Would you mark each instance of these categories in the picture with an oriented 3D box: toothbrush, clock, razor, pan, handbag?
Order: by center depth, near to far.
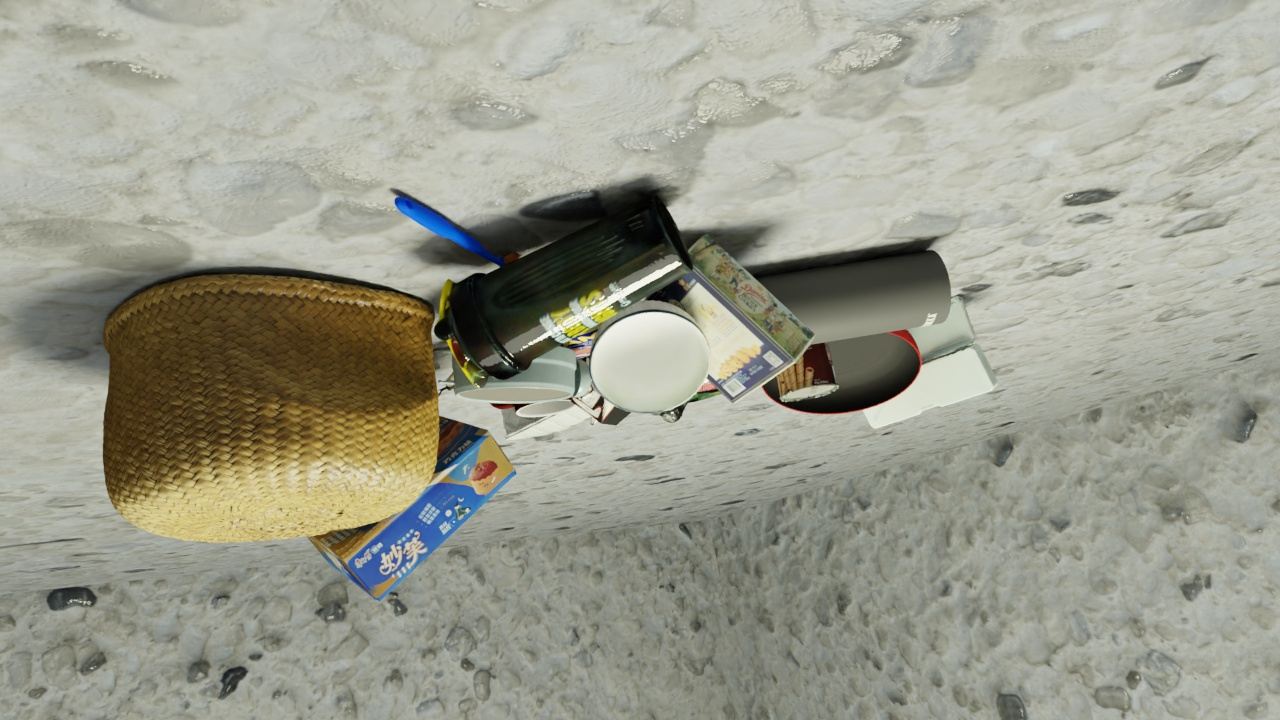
[{"bbox_3d":[-0.144,-0.101,0.756,0.018,0.016,0.182,-21,162,16],"label":"toothbrush"},{"bbox_3d":[-0.117,0.016,0.923,0.123,0.045,0.159,-9,167,37],"label":"clock"},{"bbox_3d":[-0.007,0.006,1.043,0.154,0.065,0.115,-50,158,-15],"label":"clock"},{"bbox_3d":[0.198,-0.013,1.189,0.355,0.067,0.210,17,143,-23],"label":"pan"},{"bbox_3d":[-0.092,0.043,1.209,0.138,0.072,0.195,-8,167,-44],"label":"handbag"},{"bbox_3d":[0.073,0.054,1.369,0.151,0.067,0.054,-7,170,-44],"label":"razor"}]

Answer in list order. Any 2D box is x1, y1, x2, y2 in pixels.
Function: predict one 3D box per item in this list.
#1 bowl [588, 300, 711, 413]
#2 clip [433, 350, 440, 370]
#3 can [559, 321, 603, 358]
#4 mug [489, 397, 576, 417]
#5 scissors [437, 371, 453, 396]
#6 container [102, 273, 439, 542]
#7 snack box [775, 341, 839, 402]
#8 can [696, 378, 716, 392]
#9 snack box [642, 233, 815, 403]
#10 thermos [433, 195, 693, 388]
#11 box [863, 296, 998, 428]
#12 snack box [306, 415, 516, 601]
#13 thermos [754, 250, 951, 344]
[{"bbox_3d":[0.006,-0.013,0.901,0.118,0.062,0.118,-3,123,-5],"label":"bowl"},{"bbox_3d":[-0.278,0.006,1.070,0.102,0.050,0.058,-10,172,2],"label":"clip"},{"bbox_3d":[-0.076,-0.038,0.955,0.116,0.056,0.092,-15,165,15],"label":"can"},{"bbox_3d":[-0.131,0.020,1.074,0.106,0.082,0.073,-12,165,7],"label":"mug"},{"bbox_3d":[-0.217,0.034,1.035,0.171,0.012,0.121,-49,169,11],"label":"scissors"},{"bbox_3d":[-0.347,0.060,0.875,0.307,0.196,0.307,-8,164,-2],"label":"container"},{"bbox_3d":[0.184,-0.019,1.068,0.072,0.121,0.072,-9,165,-3],"label":"snack box"},{"bbox_3d":[0.091,0.013,1.250,0.096,0.054,0.054,-9,165,-3],"label":"can"},{"bbox_3d":[0.079,-0.037,0.910,0.042,0.145,0.145,-47,-179,-26],"label":"snack box"},{"bbox_3d":[-0.069,-0.060,0.781,0.221,0.098,0.098,-26,161,15],"label":"thermos"},{"bbox_3d":[0.376,0.008,1.261,0.040,0.134,0.198,-20,176,-46],"label":"box"},{"bbox_3d":[-0.264,0.156,1.038,0.202,0.069,0.155,-43,-152,-26],"label":"snack box"},{"bbox_3d":[0.206,-0.062,1.000,0.240,0.082,0.082,-9,165,-4],"label":"thermos"}]
